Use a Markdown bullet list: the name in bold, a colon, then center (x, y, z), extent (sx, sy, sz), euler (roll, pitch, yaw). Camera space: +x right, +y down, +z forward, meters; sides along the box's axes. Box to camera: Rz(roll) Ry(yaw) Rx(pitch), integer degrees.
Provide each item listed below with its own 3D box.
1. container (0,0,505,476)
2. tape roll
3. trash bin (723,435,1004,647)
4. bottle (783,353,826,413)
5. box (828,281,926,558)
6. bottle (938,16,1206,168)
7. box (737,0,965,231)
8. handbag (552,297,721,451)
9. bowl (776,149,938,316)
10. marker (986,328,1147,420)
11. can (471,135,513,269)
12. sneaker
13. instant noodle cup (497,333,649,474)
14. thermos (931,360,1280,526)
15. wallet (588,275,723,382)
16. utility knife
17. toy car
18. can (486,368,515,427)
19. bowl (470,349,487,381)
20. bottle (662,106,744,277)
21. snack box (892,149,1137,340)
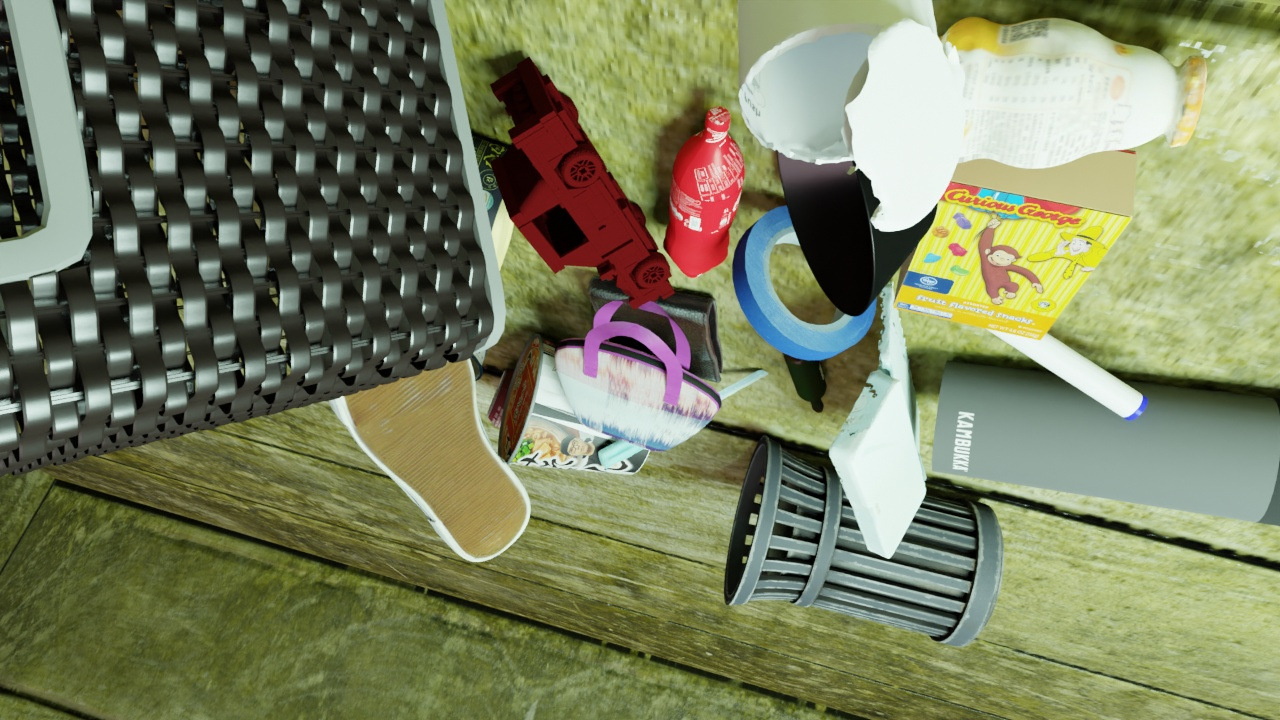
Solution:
- **container**: center (-0.242, -0.082, 0.441), extent (0.243, 0.247, 0.246), euler (-11, 179, -41)
- **tape roll**: center (0.099, -0.047, 0.554), extent (0.091, 0.092, 0.016), euler (19, 156, -16)
- **trash bin**: center (0.211, 0.179, 0.882), extent (0.227, 0.164, 0.164), euler (14, 156, 1)
- **bottle**: center (0.137, 0.016, 0.744), extent (0.025, 0.025, 0.106), euler (6, 153, 24)
- **box**: center (0.180, 0.052, 0.653), extent (0.043, 0.135, 0.197), euler (12, 156, 27)
- **bottle**: center (0.179, -0.114, 0.396), extent (0.109, 0.063, 0.063), euler (8, 154, 19)
- **box**: center (0.080, -0.117, 0.348), extent (0.092, 0.160, 0.081), euler (-9, 151, 26)
- **handbag**: center (-0.004, 0.004, 0.710), extent (0.144, 0.067, 0.170), euler (19, 157, 7)
- **bowl**: center (0.117, -0.089, 0.473), extent (0.052, 0.124, 0.124), euler (-18, 153, -4)
- **marker**: center (0.256, -0.008, 0.580), extent (0.141, 0.020, 0.020), euler (32, 155, -2)
- **can**: center (-0.140, -0.103, 0.629), extent (0.101, 0.072, 0.131), euler (18, 156, -6)
- **sneaker**: center (-0.180, 0.032, 0.729), extent (0.127, 0.120, 0.295), euler (33, 152, 39)
- **instant noodle cup**: center (-0.055, 0.051, 0.850), extent (0.121, 0.123, 0.124), euler (16, 157, -17)
- **thermos**: center (0.329, 0.055, 0.624), extent (0.241, 0.082, 0.082), euler (7, 154, 22)
- **wallet**: center (0.015, -0.022, 0.743), extent (0.099, 0.031, 0.120), euler (14, 157, 16)
- **utility knife**: center (0.036, 0.051, 0.793), extent (0.169, 0.015, 0.022), euler (-29, 132, 13)
- **toy car**: center (-0.040, -0.094, 0.558), extent (0.062, 0.070, 0.170), euler (-29, 141, 8)
- **can**: center (-0.094, 0.054, 0.932), extent (0.114, 0.063, 0.063), euler (22, 155, -9)
- **bowl**: center (-0.186, -0.033, 0.818), extent (0.115, 0.059, 0.116), euler (15, 155, 7)
- **bottle**: center (0.038, -0.099, 0.548), extent (0.042, 0.041, 0.142), euler (16, 155, 5)
- **snack box**: center (0.200, -0.067, 0.507), extent (0.088, 0.040, 0.126), euler (14, 155, 9)
